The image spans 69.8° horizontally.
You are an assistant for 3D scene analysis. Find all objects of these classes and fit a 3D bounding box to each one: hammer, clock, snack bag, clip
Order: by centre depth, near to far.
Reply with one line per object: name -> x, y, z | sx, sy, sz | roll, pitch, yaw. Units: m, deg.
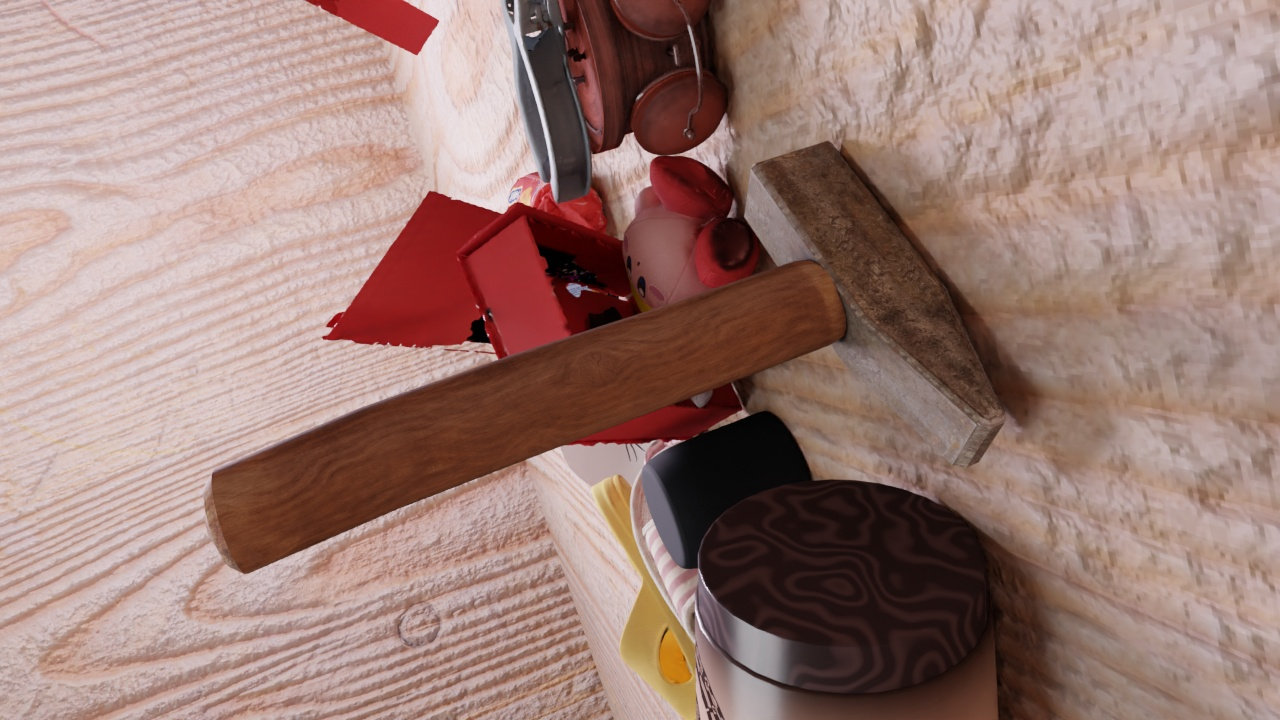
hammer -> -0.017, 0.015, 0.364 | 0.037, 0.300, 0.157 | 90, 157, -56
clock -> -0.004, -0.182, 0.529 | 0.157, 0.072, 0.121 | -128, 22, -55
clip -> -0.051, -0.160, 0.529 | 0.112, 0.028, 0.163 | -123, 17, -48
snack bag -> -0.087, -0.143, 0.908 | 0.176, 0.082, 0.082 | -143, 35, -68

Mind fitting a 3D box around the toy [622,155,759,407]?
toy -> 0.037, -0.049, 0.587 | 0.124, 0.096, 0.132 | 58, 145, 22

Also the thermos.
thermos -> 0.102, 0.190, 0.462 | 0.172, 0.172, 0.226 | -135, 34, -61

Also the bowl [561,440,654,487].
bowl -> -0.020, 0.074, 0.920 | 0.050, 0.115, 0.115 | -67, -31, -58

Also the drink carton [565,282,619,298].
drink carton -> -0.045, -0.024, 0.864 | 0.064, 0.040, 0.130 | 40, -141, -58

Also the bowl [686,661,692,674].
bowl -> 0.057, 0.268, 0.864 | 0.152, 0.050, 0.152 | 45, 167, 13

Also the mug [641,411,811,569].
mug -> 0.052, 0.087, 0.642 | 0.122, 0.094, 0.085 | -149, 42, -70

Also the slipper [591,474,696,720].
slipper -> 0.016, 0.219, 0.759 | 0.263, 0.078, 0.099 | 60, -179, 21

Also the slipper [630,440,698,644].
slipper -> 0.073, 0.164, 0.670 | 0.262, 0.115, 0.052 | 57, -174, 34

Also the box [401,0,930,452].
box -> 0.052, -0.090, 0.587 | 0.216, 0.352, 0.197 | 9, -129, -62

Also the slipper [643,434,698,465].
slipper -> 0.037, 0.152, 0.862 | 0.094, 0.064, 0.240 | -129, 22, -55
